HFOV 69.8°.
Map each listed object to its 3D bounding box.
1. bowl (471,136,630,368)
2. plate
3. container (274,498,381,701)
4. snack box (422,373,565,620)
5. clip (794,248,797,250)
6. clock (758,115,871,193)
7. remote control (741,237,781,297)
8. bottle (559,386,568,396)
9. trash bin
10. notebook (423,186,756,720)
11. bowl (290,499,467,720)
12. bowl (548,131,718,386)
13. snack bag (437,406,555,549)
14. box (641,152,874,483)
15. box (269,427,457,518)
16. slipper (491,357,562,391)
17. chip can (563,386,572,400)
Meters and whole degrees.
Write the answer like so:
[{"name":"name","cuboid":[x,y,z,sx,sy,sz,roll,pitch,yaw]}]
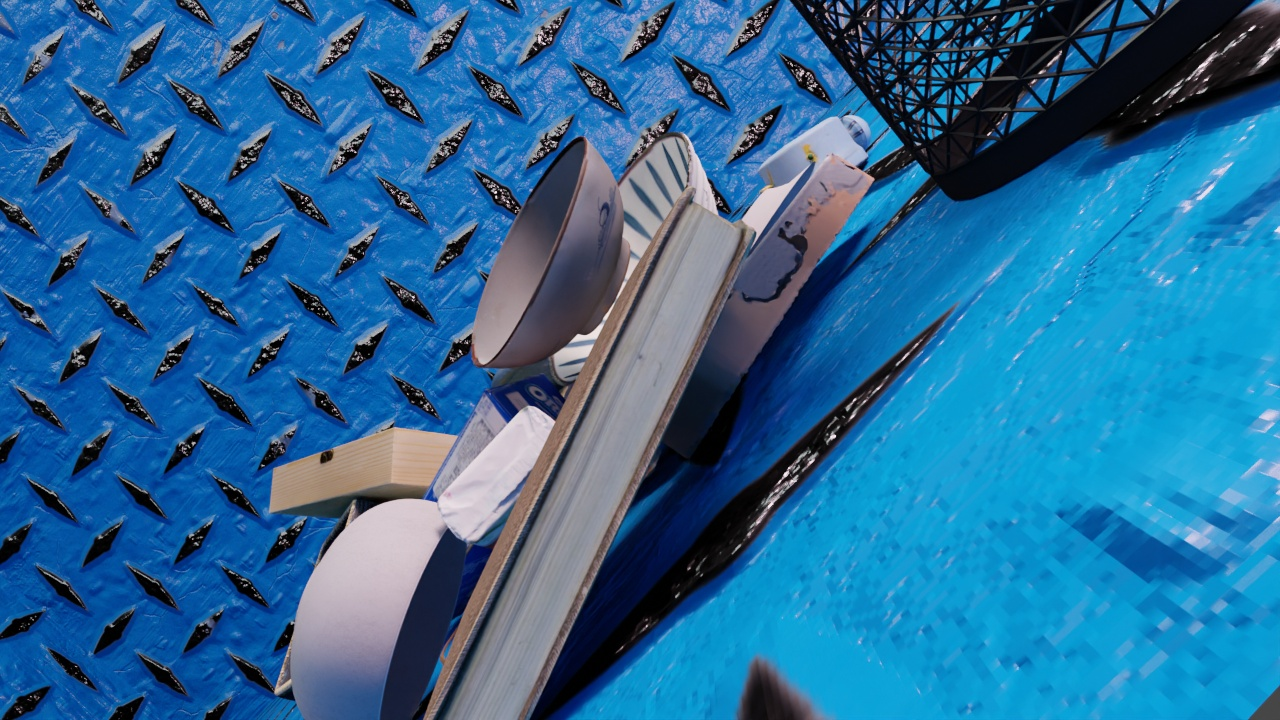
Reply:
[{"name":"bowl","cuboid":[-0.046,-0.056,0.559,0.151,0.056,0.150,-50,26,36]},{"name":"plate","cuboid":[0.073,-0.075,0.674,0.172,0.019,0.173,-56,-7,-10]},{"name":"container","cuboid":[-0.244,0.213,0.780,0.188,0.071,0.145,-41,34,55]},{"name":"snack box","cuboid":[-0.116,0.107,0.629,0.059,0.059,0.227,-16,-31,-48]},{"name":"clip","cuboid":[0.105,-0.075,0.671,0.057,0.022,0.035,-42,-6,-20]},{"name":"clock","cuboid":[0.156,-0.175,0.812,0.089,0.051,0.124,-33,3,43]},{"name":"remote control","cuboid":[0.111,-0.090,0.801,0.124,0.010,0.039,-48,4,-13]},{"name":"bottle","cuboid":[-0.027,0.009,0.962,0.162,0.056,0.056,-47,4,-7]},{"name":"trash bin","cuboid":[0.123,-0.230,0.371,0.217,0.243,0.217,-47,4,4]},{"name":"notebook","cuboid":[-0.028,0.047,0.388,0.215,0.034,0.190,-64,5,-5]},{"name":"bowl","cuboid":[-0.148,0.140,0.504,0.132,0.064,0.132,19,-94,-87]},{"name":"bowl","cuboid":[0.011,-0.053,0.599,0.178,0.071,0.177,-50,26,36]},{"name":"snack bag","cuboid":[-0.060,0.074,0.521,0.077,0.036,0.116,-47,-21,-4]},{"name":"box","cuboid":[0.055,-0.015,0.517,0.215,0.043,0.149,-51,-11,-43]},{"name":"box","cuboid":[-0.175,0.092,0.846,0.260,0.096,0.248,-19,2,-43]},{"name":"slipper","cuboid":[-0.087,-0.009,0.977,0.213,0.059,0.104,-28,-24,-52]},{"name":"chip can","cuboid":[-0.004,0.004,0.721,0.062,0.062,0.210,-46,4,20]}]
